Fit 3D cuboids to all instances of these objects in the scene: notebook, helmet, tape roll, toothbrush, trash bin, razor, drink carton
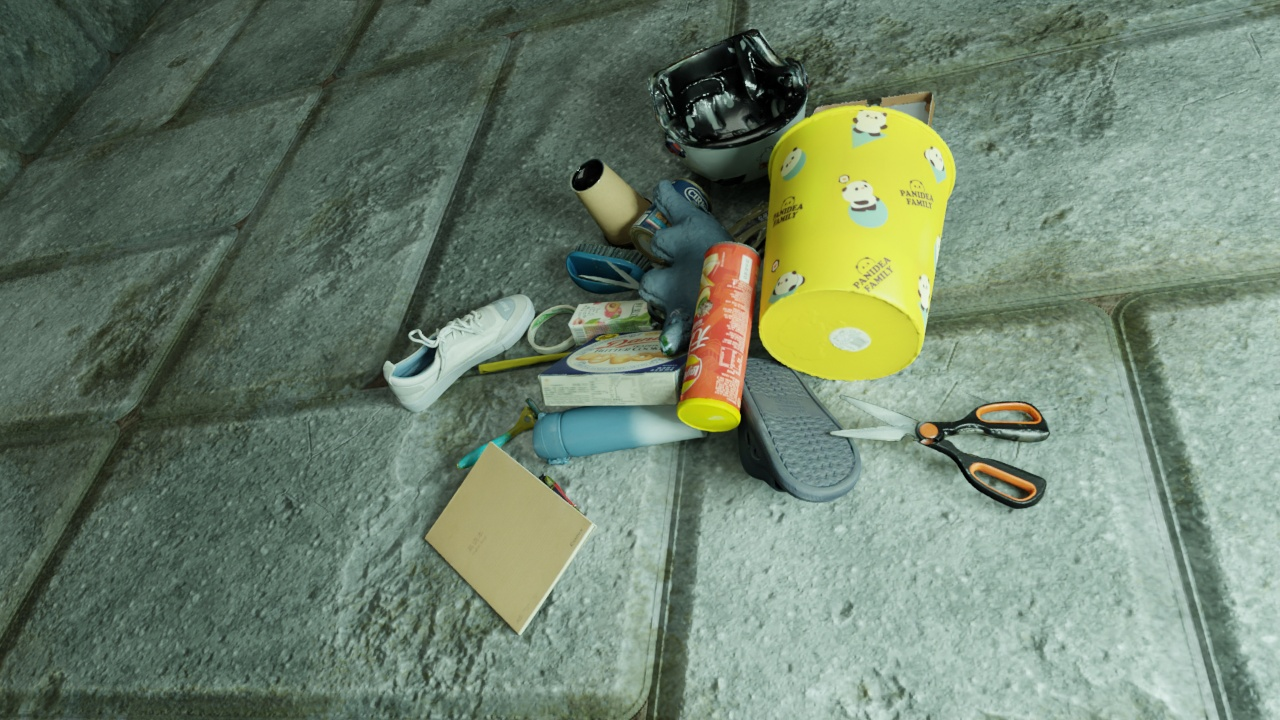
[{"bbox_3d":[-0.162,0.207,1.101,0.211,0.012,0.149,31,85,40],"label":"notebook"},{"bbox_3d":[0.140,-0.359,1.388,0.230,0.157,0.274,-27,52,-3],"label":"helmet"},{"bbox_3d":[-0.122,-0.045,1.329,0.086,0.014,0.085,-13,47,14],"label":"tape roll"},{"bbox_3d":[-0.143,0.002,1.297,0.190,0.016,0.016,-8,54,19],"label":"toothbrush"},{"bbox_3d":[0.250,-0.130,1.095,0.230,0.230,0.254,-1,56,24],"label":"trash bin"},{"bbox_3d":[-0.186,0.104,1.217,0.132,0.028,0.043,-36,76,-12],"label":"razor"},{"bbox_3d":[-0.032,-0.051,1.270,0.123,0.045,0.053,-2,37,21],"label":"drink carton"}]

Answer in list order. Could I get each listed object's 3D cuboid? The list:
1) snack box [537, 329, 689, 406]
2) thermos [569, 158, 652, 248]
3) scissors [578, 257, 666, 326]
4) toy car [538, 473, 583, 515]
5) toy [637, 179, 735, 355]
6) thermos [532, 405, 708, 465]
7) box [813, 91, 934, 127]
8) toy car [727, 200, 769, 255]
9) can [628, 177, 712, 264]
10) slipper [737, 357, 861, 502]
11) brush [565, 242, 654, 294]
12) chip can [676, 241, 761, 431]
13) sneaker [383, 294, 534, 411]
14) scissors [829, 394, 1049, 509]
[{"bbox_3d":[-0.007,0.007,1.146,0.178,0.046,0.182,-2,18,24],"label":"snack box"},{"bbox_3d":[-0.041,-0.236,1.381,0.093,0.143,0.092,-18,52,25],"label":"thermos"},{"bbox_3d":[0.005,-0.093,1.248,0.181,0.014,0.159,5,34,-15],"label":"scissors"},{"bbox_3d":[-0.102,0.183,1.101,0.049,0.031,0.106,-51,48,1],"label":"toy car"},{"bbox_3d":[0.072,-0.118,1.200,0.138,0.092,0.355,16,42,-11],"label":"toy"},{"bbox_3d":[-0.027,0.082,1.139,0.221,0.070,0.070,-12,47,17],"label":"thermos"},{"bbox_3d":[0.318,-0.299,1.305,0.177,0.082,0.259,-1,37,24],"label":"box"},{"bbox_3d":[0.147,-0.167,1.296,0.158,0.042,0.070,-40,45,-9],"label":"toy car"},{"bbox_3d":[0.044,-0.204,1.351,0.075,0.075,0.111,23,64,38],"label":"can"},{"bbox_3d":[0.164,0.089,1.036,0.110,0.083,0.267,3,29,-12],"label":"slipper"},{"bbox_3d":[-0.053,-0.130,1.344,0.144,0.055,0.073,16,57,34],"label":"brush"},{"bbox_3d":[0.092,-0.030,1.056,0.073,0.073,0.216,-1,63,24],"label":"chip can"},{"bbox_3d":[-0.267,-0.032,1.333,0.242,0.091,0.089,-39,47,-12],"label":"sneaker"},{"bbox_3d":[0.326,0.077,0.972,0.204,0.022,0.224,-34,57,-21],"label":"scissors"}]
